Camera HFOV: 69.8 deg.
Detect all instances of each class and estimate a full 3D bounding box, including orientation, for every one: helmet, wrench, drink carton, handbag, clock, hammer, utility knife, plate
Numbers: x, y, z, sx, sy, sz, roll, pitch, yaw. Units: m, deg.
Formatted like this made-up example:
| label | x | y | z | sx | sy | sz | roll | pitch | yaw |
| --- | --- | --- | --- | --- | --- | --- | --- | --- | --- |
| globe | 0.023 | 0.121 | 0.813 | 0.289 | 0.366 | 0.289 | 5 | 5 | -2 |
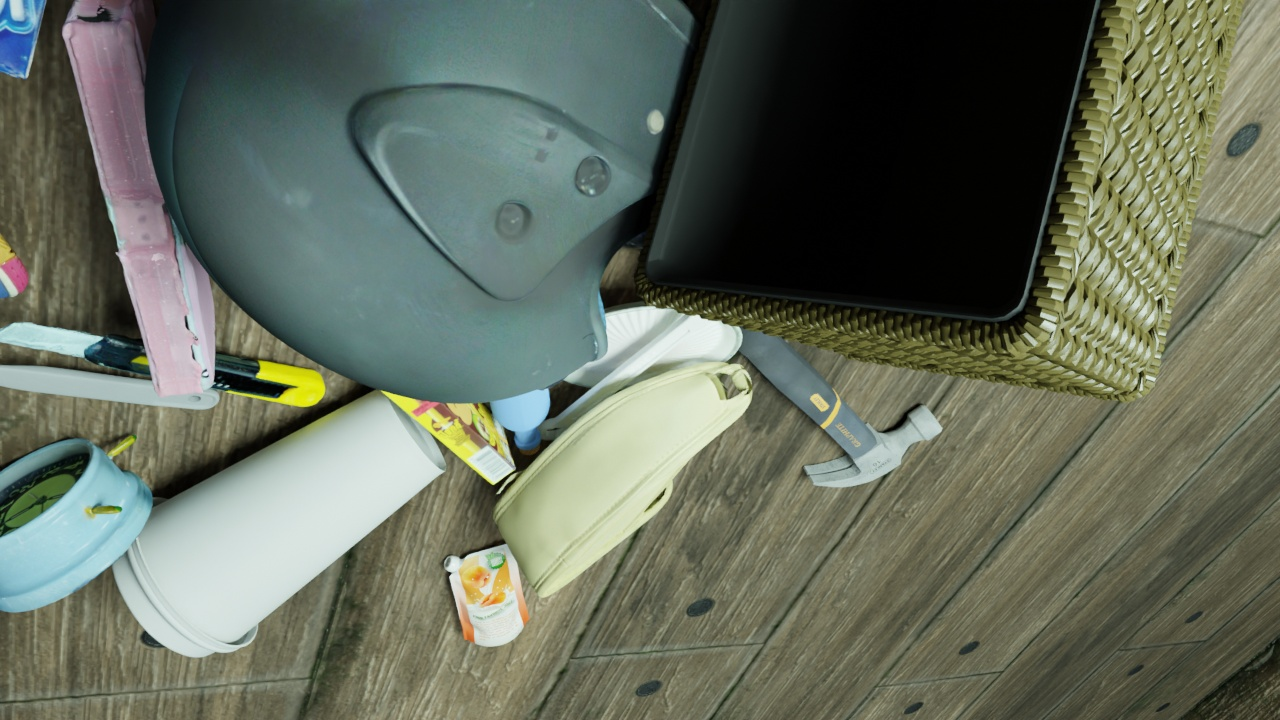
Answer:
| label | x | y | z | sx | sy | sz | roll | pitch | yaw |
| --- | --- | --- | --- | --- | --- | --- | --- | --- | --- |
| helmet | -0.090 | -0.094 | 0.482 | 0.316 | 0.249 | 0.236 | 31 | 90 | -35 |
| wrench | -0.004 | 0.004 | 0.714 | 0.047 | 0.009 | 0.274 | 8 | 148 | -37 |
| drink carton | -0.152 | 0.230 | 0.912 | 0.069 | 0.039 | 0.122 | -14 | 128 | -14 |
| handbag | -0.019 | 0.093 | 0.779 | 0.190 | 0.088 | 0.234 | -26 | 161 | -39 |
| clock | -0.418 | 0.116 | 0.624 | 0.162 | 0.118 | 0.060 | -27 | 125 | -9 |
| hammer | 0.176 | 0.034 | 0.881 | 0.139 | 0.035 | 0.312 | -37 | 134 | 13 |
| utility knife | -0.308 | 0.003 | 0.609 | 0.213 | 0.020 | 0.029 | 17 | 121 | -48 |
| plate | 0.002 | -0.012 | 0.731 | 0.157 | 0.014 | 0.157 | -5 | 157 | -2 |

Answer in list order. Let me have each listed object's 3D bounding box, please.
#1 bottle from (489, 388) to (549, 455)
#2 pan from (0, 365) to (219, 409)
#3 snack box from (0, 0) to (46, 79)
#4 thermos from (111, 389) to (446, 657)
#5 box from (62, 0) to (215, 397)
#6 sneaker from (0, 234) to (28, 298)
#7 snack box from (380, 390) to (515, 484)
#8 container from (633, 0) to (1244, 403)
| label | x | y | z | sx | sy | sz | roll | pitch | yaw |
| --- | --- | --- | --- | --- | --- | --- | --- | --- | --- |
| bottle | -0.098 | 0.027 | 0.736 | 0.048 | 0.048 | 0.131 | -15 | 134 | -12 |
| pan | -0.437 | -0.001 | 0.548 | 0.355 | 0.050 | 0.201 | 5 | 140 | -48 |
| snack box | -0.277 | -0.242 | 0.403 | 0.059 | 0.059 | 0.227 | 11 | 125 | -37 |
| thermos | -0.263 | 0.113 | 0.694 | 0.222 | 0.131 | 0.131 | -34 | 136 | -4 |
| box | -0.273 | -0.093 | 0.518 | 0.037 | 0.098 | 0.233 | -4 | 130 | -16 |
| sneaker | -0.422 | -0.101 | 0.443 | 0.091 | 0.116 | 0.242 | -50 | 134 | -17 |
| snack box | -0.151 | 0.035 | 0.710 | 0.026 | 0.061 | 0.149 | -33 | 135 | 5 |
| container | 0.163 | -0.143 | 0.418 | 0.204 | 0.177 | 0.321 | 21 | 83 | -46 |
